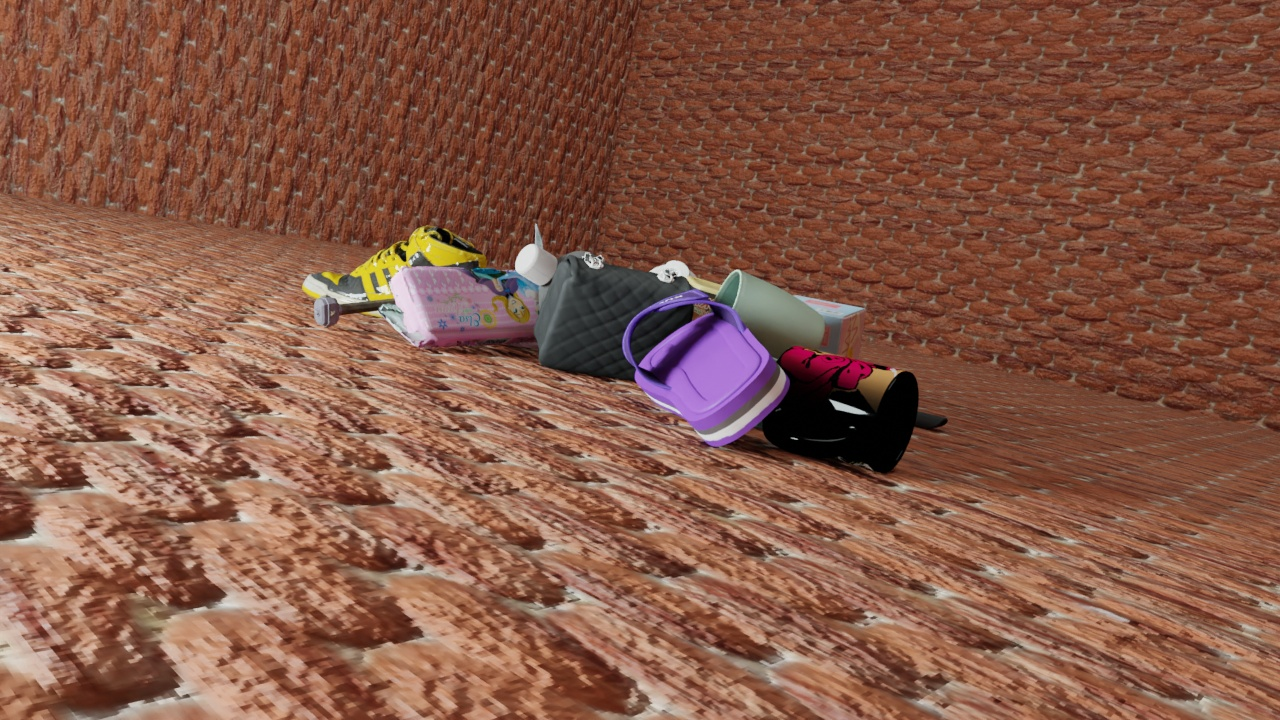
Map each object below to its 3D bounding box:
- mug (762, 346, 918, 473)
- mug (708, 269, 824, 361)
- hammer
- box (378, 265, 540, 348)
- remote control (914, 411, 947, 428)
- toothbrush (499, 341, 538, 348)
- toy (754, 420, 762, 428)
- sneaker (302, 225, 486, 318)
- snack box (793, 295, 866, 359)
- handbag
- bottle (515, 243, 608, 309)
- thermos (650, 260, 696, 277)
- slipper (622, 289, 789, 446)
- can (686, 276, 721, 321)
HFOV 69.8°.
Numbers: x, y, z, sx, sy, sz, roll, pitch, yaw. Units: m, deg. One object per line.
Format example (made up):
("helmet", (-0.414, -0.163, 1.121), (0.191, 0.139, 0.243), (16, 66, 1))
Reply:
("mug", (0.150, 0.044, 0.728), (0.098, 0.082, 0.117), (15, 29, 36))
("mug", (0.127, -0.026, 0.924), (0.104, 0.084, 0.111), (22, 33, -11))
("hammer", (-0.223, -0.075, 1.040), (0.028, 0.147, 0.316), (16, 19, 38))
("box", (-0.176, -0.050, 1.012), (0.071, 0.084, 0.229), (-33, -16, 34))
("remote control", (0.285, 0.058, 1.081), (0.147, 0.015, 0.033), (15, 8, 34))
("toothbrush", (-0.091, -0.024, 1.119), (0.222, 0.027, 0.027), (6, -25, -32))
("toy", (0.114, 0.024, 0.840), (0.105, 0.033, 0.084), (29, 48, 3))
("sneaker", (-0.304, -0.115, 1.148), (0.238, 0.122, 0.086), (12, 5, 6))
("snack box", (0.203, -0.020, 1.077), (0.093, 0.095, 0.079), (14, 18, 31))
("handbag", (-0.027, -0.055, 0.970), (0.153, 0.125, 0.114), (11, 29, -15))
("bottle", (-0.065, -0.076, 1.030), (0.084, 0.046, 0.173), (-29, -42, 32))
("thermos", (0.058, -0.067, 1.330), (0.099, 0.099, 0.220), (13, -10, 18))
("slipper", (0.038, -0.014, 0.786), (0.084, 0.107, 0.266), (49, 0, -16))
("can", (0.103, -0.037, 1.144), (0.130, 0.101, 0.072), (15, 14, -14))
